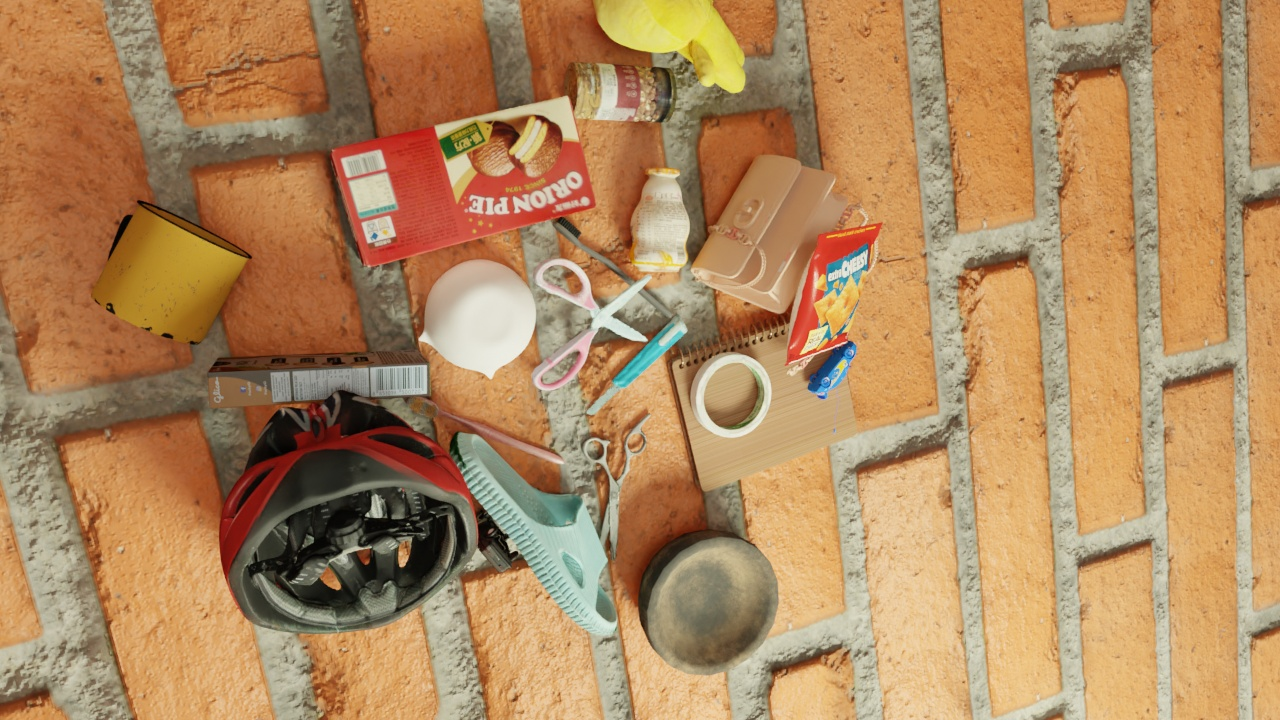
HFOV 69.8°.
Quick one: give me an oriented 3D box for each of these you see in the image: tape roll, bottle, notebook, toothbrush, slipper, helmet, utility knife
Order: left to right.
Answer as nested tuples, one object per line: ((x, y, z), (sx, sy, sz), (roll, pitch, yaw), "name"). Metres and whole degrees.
((-0.264, 0.151, 0.837), (0.217, 0.167, 0.273), (-16, 140, -17), "helmet")
((-0.159, 0.076, 0.963), (0.184, 0.016, 0.015), (25, 95, -23), "toothbrush")
((-0.094, 0.173, 0.949), (0.069, 0.116, 0.276), (-35, 104, 7), "slipper")
((-0.027, -0.097, 0.986), (0.167, 0.013, 0.013), (39, 75, -20), "toothbrush")
((-0.022, -0.274, 0.939), (0.105, 0.056, 0.056), (-3, 98, -19), "bottle")
((-0.006, 0.006, 1.008), (0.148, 0.015, 0.022), (-42, 83, -7), "utility knife")
((0.021, -0.148, 0.969), (0.063, 0.063, 0.109), (0, 97, -20), "bottle")
((0.101, 0.038, 1.024), (0.093, 0.018, 0.094), (-3, 100, -20), "tape roll")
((0.144, 0.039, 1.062), (0.210, 0.022, 0.169), (-18, 104, -17), "notebook")

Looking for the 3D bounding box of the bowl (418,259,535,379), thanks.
((-0.157, -0.044, 0.926), (0.114, 0.050, 0.115), (-3, 99, -19), "bowl")

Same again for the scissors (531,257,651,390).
((-0.059, -0.048, 0.953), (0.170, 0.013, 0.175), (-40, 129, -10), "scissors")

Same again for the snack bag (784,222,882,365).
((0.204, -0.073, 0.976), (0.130, 0.039, 0.144), (-17, 126, -46), "snack bag")

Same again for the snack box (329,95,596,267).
((-0.171, -0.176, 0.897), (0.236, 0.060, 0.113), (-18, 103, -16), "snack box")

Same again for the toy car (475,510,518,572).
((-0.153, 0.186, 0.939), (0.037, 0.092, 0.040), (-38, 108, -5), "toy car")

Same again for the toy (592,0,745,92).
((0.032, -0.347, 0.929), (0.207, 0.092, 0.133), (23, 46, -28), "toy")

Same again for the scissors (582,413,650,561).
((-0.019, 0.141, 1.022), (0.120, 0.014, 0.160), (-23, 102, -15), "scissors")

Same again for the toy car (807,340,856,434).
((0.231, 0.030, 1.060), (0.062, 0.033, 0.092), (42, 84, -16), "toy car")

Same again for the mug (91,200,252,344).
((-0.422, -0.079, 0.808), (0.124, 0.100, 0.094), (28, 89, 16), "mug")

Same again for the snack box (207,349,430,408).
((-0.297, 0.015, 0.857), (0.185, 0.101, 0.032), (-3, 98, -19), "snack box")

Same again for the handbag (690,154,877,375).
((0.154, -0.107, 1.030), (0.198, 0.117, 0.187), (-59, 143, -8), "handbag")

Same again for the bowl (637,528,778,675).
((0.070, 0.267, 1.041), (0.162, 0.070, 0.162), (-3, 99, -19), "bowl")
